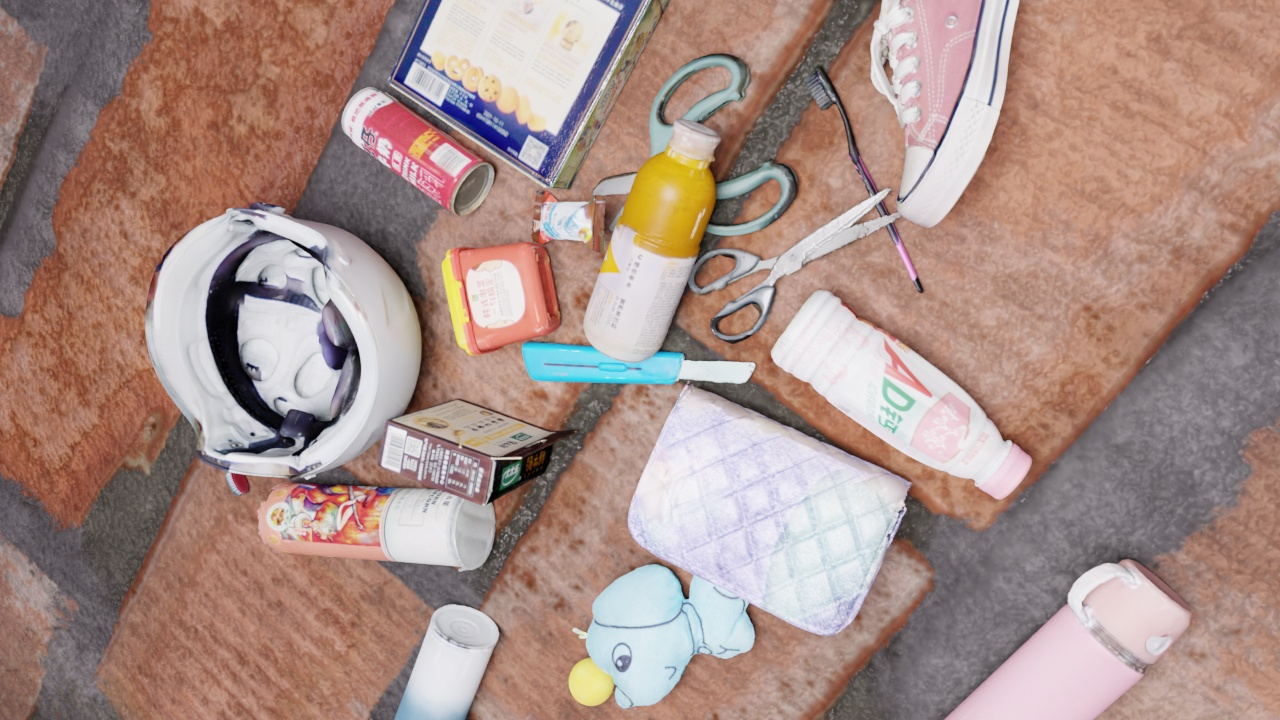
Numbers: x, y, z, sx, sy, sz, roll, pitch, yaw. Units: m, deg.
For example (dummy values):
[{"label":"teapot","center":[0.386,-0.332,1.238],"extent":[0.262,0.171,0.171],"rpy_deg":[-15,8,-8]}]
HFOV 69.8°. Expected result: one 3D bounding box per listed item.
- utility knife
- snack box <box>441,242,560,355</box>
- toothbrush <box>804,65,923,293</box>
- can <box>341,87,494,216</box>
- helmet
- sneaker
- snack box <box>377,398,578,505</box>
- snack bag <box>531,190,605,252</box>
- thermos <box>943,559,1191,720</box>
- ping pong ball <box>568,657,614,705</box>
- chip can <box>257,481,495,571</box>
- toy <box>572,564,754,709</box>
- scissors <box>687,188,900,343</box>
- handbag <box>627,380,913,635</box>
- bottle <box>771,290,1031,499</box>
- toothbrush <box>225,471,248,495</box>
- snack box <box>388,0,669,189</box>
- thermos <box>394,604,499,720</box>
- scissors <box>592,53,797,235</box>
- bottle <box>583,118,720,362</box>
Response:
[{"label":"utility knife","center":[-0.005,0.005,0.771],"extent":[0.205,0.018,0.034],"rpy_deg":[2,97,18]},{"label":"snack box","center":[-0.115,-0.055,0.772],"extent":[0.080,0.082,0.091],"rpy_deg":[-10,94,11]},{"label":"toothbrush","center":[0.169,-0.135,0.693],"extent":[0.018,0.014,0.189],"rpy_deg":[-25,88,31]},{"label":"can","center":[-0.194,-0.182,0.797],"extent":[0.133,0.053,0.053],"rpy_deg":[35,107,13]},{"label":"helmet","center":[-0.294,-0.019,0.806],"extent":[0.259,0.145,0.229],"rpy_deg":[12,99,29]},{"label":"sneaker","center":[0.200,-0.214,0.623],"extent":[0.088,0.118,0.241],"rpy_deg":[13,95,0]},{"label":"snack box","center":[-0.134,0.074,0.775],"extent":[0.126,0.113,0.053],"rpy_deg":[18,103,18]},{"label":"snack bag","center":[-0.059,-0.115,0.752],"extent":[0.104,0.026,0.048],"rpy_deg":[22,111,55]},{"label":"thermos","center":[0.294,0.225,0.657],"extent":[0.087,0.067,0.199],"rpy_deg":[28,111,-22]},{"label":"ping pong ball","center":[-0.043,0.282,0.807],"extent":[0.040,0.040,0.040],"rpy_deg":[3,97,20]},{"label":"chip can","center":[-0.245,0.151,0.849],"extent":[0.215,0.071,0.071],"rpy_deg":[-1,96,21]},{"label":"toy","center":[0.020,0.220,0.772],"extent":[0.156,0.049,0.161],"rpy_deg":[6,90,20]},{"label":"scissors","center":[0.119,-0.071,0.714],"extent":[0.171,0.014,0.151],"rpy_deg":[12,102,21]},{"label":"handbag","center":[0.096,0.115,0.716],"extent":[0.194,0.075,0.134],"rpy_deg":[25,95,15]},{"label":"bottle","center":[0.193,0.029,0.678],"extent":[0.197,0.068,0.068],"rpy_deg":[37,107,8]},{"label":"toothbrush","center":[-0.442,0.051,0.938],"extent":[0.017,0.016,0.187],"rpy_deg":[-24,89,31]},{"label":"snack box","center":[-0.095,-0.264,0.755],"extent":[0.178,0.045,0.183],"rpy_deg":[35,107,13]},{"label":"thermos","center":[-0.199,0.336,0.858],"extent":[0.070,0.070,0.221],"rpy_deg":[27,105,15]},{"label":"scissors","center":[0.049,-0.146,0.732],"extent":[0.176,0.019,0.175],"rpy_deg":[44,107,9]},{"label":"bottle","center":[0.012,-0.091,0.711],"extent":[0.068,0.067,0.190],"rpy_deg":[28,116,15]}]
